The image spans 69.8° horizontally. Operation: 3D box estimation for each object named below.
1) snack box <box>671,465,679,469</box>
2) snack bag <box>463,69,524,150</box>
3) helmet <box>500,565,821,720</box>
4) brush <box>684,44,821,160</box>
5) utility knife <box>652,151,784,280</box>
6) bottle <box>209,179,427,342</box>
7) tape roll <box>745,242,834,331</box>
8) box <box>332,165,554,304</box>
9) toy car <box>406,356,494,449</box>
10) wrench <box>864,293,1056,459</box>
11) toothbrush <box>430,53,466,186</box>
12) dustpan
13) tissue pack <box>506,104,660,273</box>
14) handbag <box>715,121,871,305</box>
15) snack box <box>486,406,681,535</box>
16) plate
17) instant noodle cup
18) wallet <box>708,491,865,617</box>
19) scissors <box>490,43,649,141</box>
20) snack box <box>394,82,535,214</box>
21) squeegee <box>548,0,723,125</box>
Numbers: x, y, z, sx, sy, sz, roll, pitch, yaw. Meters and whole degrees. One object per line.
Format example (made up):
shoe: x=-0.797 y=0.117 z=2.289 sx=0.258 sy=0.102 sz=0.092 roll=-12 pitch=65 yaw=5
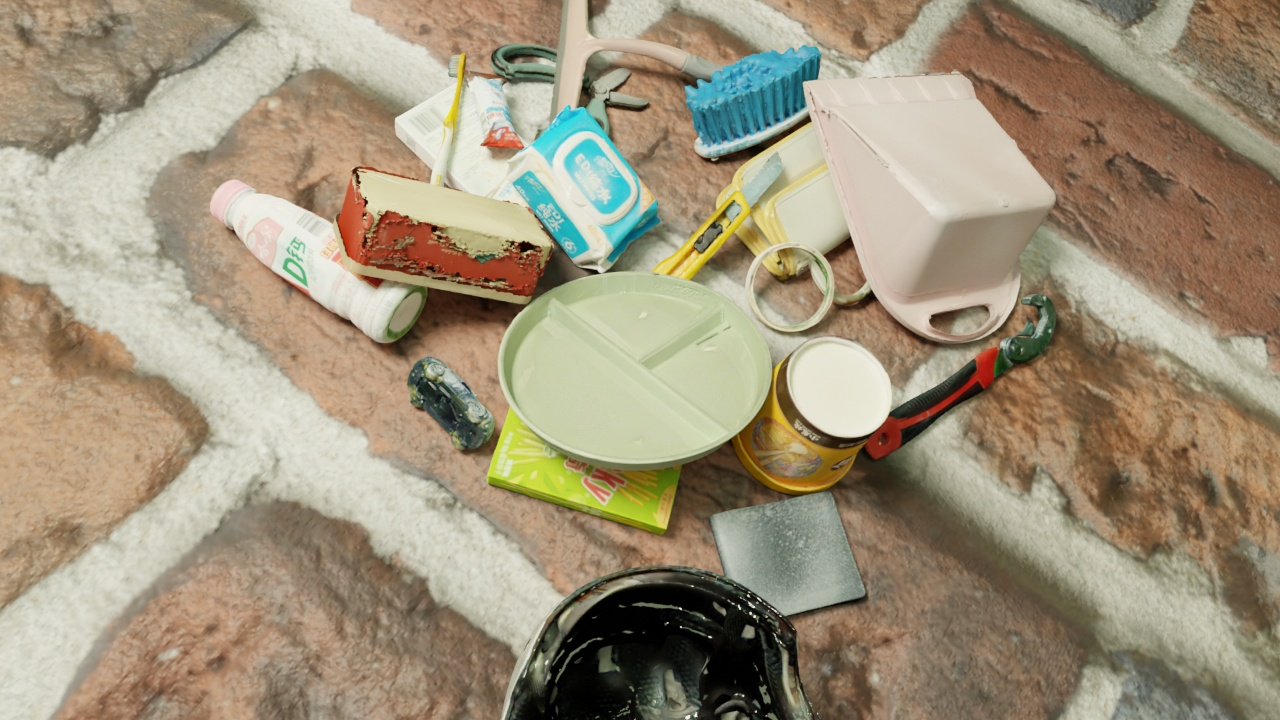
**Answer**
snack box: x=0.041 y=0.022 z=0.813 sx=0.075 sy=0.026 sz=0.153 roll=34 pitch=50 yaw=9
snack bag: x=-0.141 y=-0.241 z=0.885 sx=0.048 sy=0.026 sz=0.104 roll=0 pitch=63 yaw=-28
helmet: x=0.005 y=0.282 z=0.626 sx=0.229 sy=0.157 sz=0.274 roll=-8 pitch=77 yaw=-18
brush: x=0.186 y=-0.290 z=0.986 sx=0.314 sy=0.110 sz=0.060 roll=-27 pitch=47 yaw=-16
utility knife: x=0.067 y=-0.122 z=0.873 sx=0.033 sy=0.015 sz=0.208 roll=41 pitch=84 yaw=7
bottle: x=-0.281 y=-0.090 z=0.792 sx=0.197 sy=0.068 sz=0.068 roll=31 pitch=62 yaw=8
tape roll: x=0.144 y=-0.071 z=0.881 sx=0.085 sy=0.014 sz=0.086 roll=-1 pitch=96 yaw=-8
box: x=-0.162 y=-0.111 z=0.776 sx=0.168 sy=0.076 sz=0.091 roll=8 pitch=32 yaw=-33
toy car: x=-0.158 y=0.035 z=0.772 sx=0.090 sy=0.043 sz=0.034 roll=42 pitch=30 yaw=14
wrench: x=0.316 y=0.017 z=0.892 sx=0.272 sy=0.016 sz=0.056 roll=-33 pitch=102 yaw=-21
toothbrush: x=-0.186 y=-0.221 z=0.872 sx=0.018 sy=0.016 sz=0.191 roll=3 pitch=63 yaw=1
dustpan: x=0.287 y=-0.160 z=0.941 sx=0.222 sy=0.139 sz=0.273 roll=-9 pitch=53 yaw=-24
tissue pack: x=-0.051 y=-0.160 z=0.856 sx=0.089 sy=0.063 sz=0.140 roll=-46 pitch=106 yaw=-26
handbag: x=0.188 y=-0.146 z=0.928 sx=0.163 sy=0.063 sz=0.178 roll=-34 pitch=80 yaw=-23
snack box: x=-0.044 y=0.086 z=0.781 sx=0.156 sy=0.026 sz=0.085 roll=18 pitch=63 yaw=-4
plate: x=-0.005 y=0.005 z=0.777 sx=0.230 sy=0.028 sz=0.229 roll=0 pitch=44 yaw=0
instant noodle cup: x=0.150 y=0.043 z=0.795 sx=0.118 sy=0.115 sz=0.118 roll=5 pitch=63 yaw=-11
wallet: x=0.125 y=0.169 z=0.785 sx=0.120 sy=0.019 sz=0.097 roll=-8 pitch=69 yaw=-18
scissors: x=-0.085 y=-0.279 z=0.947 sx=0.181 sy=0.019 sz=0.169 roll=35 pitch=56 yaw=7
snack box: x=-0.155 y=-0.198 z=0.891 sx=0.157 sy=0.027 sz=0.084 roll=44 pitch=63 yaw=10
squeegee: x=0.036 y=-0.315 z=0.976 sx=0.249 sy=0.040 sz=0.247 roll=10 pitch=54 yaw=-13
